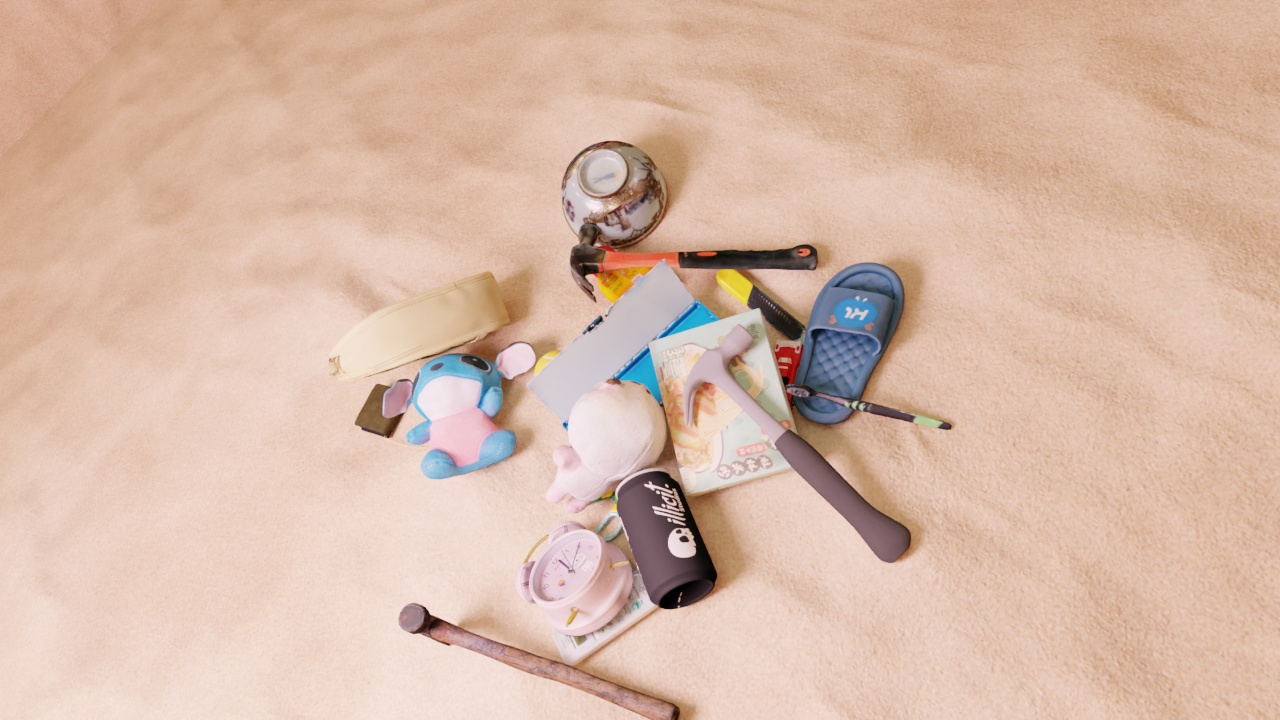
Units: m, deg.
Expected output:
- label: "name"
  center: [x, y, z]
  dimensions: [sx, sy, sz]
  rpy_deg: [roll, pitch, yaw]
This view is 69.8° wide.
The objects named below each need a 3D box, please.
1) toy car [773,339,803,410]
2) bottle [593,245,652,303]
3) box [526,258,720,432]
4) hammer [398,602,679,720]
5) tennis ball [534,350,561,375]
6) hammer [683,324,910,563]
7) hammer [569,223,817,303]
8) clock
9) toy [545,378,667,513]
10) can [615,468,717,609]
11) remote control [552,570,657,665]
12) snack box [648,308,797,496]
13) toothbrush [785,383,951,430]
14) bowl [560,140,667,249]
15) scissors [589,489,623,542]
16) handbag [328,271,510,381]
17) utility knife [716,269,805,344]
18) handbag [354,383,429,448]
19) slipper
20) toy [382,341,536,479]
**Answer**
- label: "toy car"
  center: [0.174, 0.020, 1.119]
  dimensions: [0.038, 0.025, 0.089]
  rpy_deg: [5, 64, 28]
- label: "bottle"
  center: [-0.022, -0.113, 1.280]
  dimensions: [0.071, 0.048, 0.134]
  rpy_deg: [-44, 53, -6]
- label: "box"
  center: [-0.008, 0.006, 1.160]
  dimensions: [0.243, 0.114, 0.114]
  rpy_deg: [-42, 52, -2]
- label: "hammer"
  center: [-0.110, 0.346, 1.035]
  dimensions: [0.331, 0.120, 0.033]
  rpy_deg: [13, 68, 21]
- label: "tennis ball"
  center: [-0.110, 0.019, 1.233]
  dimensions: [0.065, 0.065, 0.065]
  rpy_deg: [-12, 57, 19]
- label: "hammer"
  center: [0.170, 0.103, 1.019]
  dimensions: [0.125, 0.029, 0.311]
  rpy_deg: [-45, 70, 2]
- label: "hammer"
  center: [0.067, -0.134, 1.222]
  dimensions: [0.333, 0.033, 0.132]
  rpy_deg: [0, 46, 12]
- label: "clock"
  center: [-0.082, 0.248, 1.073]
  dimensions: [0.116, 0.059, 0.158]
  rpy_deg: [-48, 34, -17]
- label: "toy"
  center: [-0.042, 0.107, 1.089]
  dimensions: [0.180, 0.138, 0.101]
  rpy_deg: [-51, 46, 11]
- label: "can"
  center: [0.027, 0.202, 1.046]
  dimensions: [0.080, 0.080, 0.146]
  rpy_deg: [-29, 54, 8]
- label: "remote control"
  center: [-0.038, 0.297, 1.059]
  dimensions: [0.133, 0.022, 0.050]
  rpy_deg: [-36, 53, 3]
- label: "snack box"
  center: [0.102, 0.051, 1.091]
  dimensions: [0.142, 0.044, 0.193]
  rpy_deg: [-17, 74, 13]
- label: "toothbrush"
  center: [0.255, 0.053, 1.037]
  dimensions: [0.188, 0.017, 0.014]
  rpy_deg: [14, 106, 14]
- label: "bowl"
  center: [-0.045, -0.249, 1.312]
  dimensions: [0.160, 0.094, 0.159]
  rpy_deg: [-2, 77, 9]
- label: "scissors"
  center: [-0.020, 0.174, 1.131]
  dimensions: [0.131, 0.012, 0.112]
  rpy_deg: [-16, 58, 15]
- label: "handbag"
  center: [-0.306, -0.037, 1.292]
  dimensions: [0.191, 0.232, 0.088]
  rpy_deg: [-25, 91, 40]
- label: "utility knife"
  center: [0.158, -0.070, 1.185]
  dimensions: [0.029, 0.020, 0.174]
  rpy_deg: [-43, 51, -2]
- label: "handbag"
  center: [-0.326, 0.087, 1.329]
  dimensions: [0.178, 0.027, 0.084]
  rpy_deg: [13, 66, 25]
- label: "slipper"
  center: [0.240, -0.026, 1.089]
  dimensions: [0.104, 0.059, 0.213]
  rpy_deg: [19, 75, 25]
- label: "toy"
  center: [-0.236, 0.066, 1.252]
  dimensions: [0.224, 0.099, 0.191]
  rpy_deg: [-19, 58, -4]
